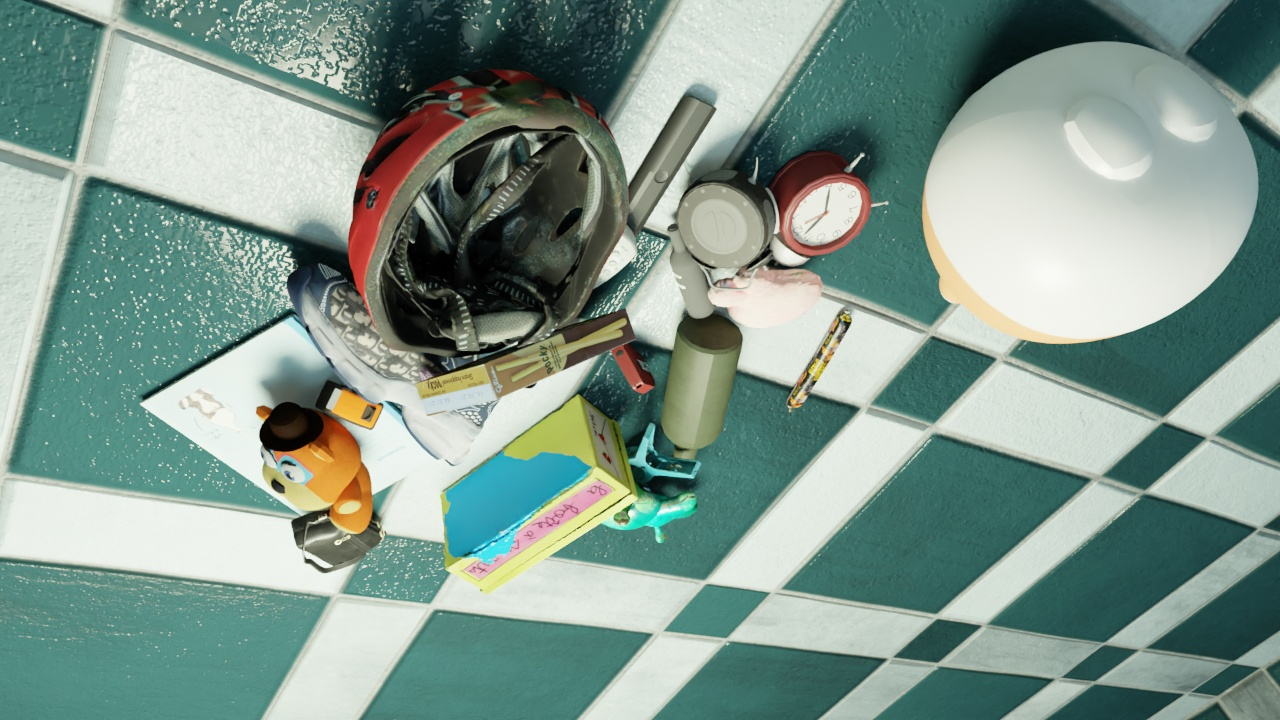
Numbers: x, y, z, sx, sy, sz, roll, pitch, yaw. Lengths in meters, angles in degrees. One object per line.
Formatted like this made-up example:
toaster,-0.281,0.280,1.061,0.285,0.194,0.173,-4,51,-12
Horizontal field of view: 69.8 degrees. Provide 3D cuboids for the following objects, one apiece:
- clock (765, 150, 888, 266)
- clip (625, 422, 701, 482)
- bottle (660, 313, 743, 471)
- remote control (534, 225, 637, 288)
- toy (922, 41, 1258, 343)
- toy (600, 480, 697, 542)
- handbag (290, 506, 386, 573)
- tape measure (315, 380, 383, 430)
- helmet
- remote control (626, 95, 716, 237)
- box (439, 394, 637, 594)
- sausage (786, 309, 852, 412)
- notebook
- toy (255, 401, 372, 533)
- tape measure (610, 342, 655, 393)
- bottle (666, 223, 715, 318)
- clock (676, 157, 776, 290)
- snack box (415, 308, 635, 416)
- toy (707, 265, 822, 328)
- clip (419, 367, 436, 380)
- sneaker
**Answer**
clock,0.164,-0.145,0.894,0.138,0.048,0.096,-33,133,12
clip,0.018,0.121,1.062,0.103,0.027,0.120,44,148,-12
bottle,0.062,0.046,1.021,0.071,0.071,0.207,-4,133,-14
remote control,-0.056,-0.094,0.871,0.114,0.028,0.060,-27,134,23
toy,0.385,-0.144,0.834,0.262,0.265,0.281,-27,165,-13
toy,0.000,0.181,1.094,0.131,0.072,0.193,-7,167,31
handbag,-0.335,0.197,1.032,0.079,0.054,0.129,-21,155,-5
tape measure,-0.283,0.041,0.901,0.058,0.058,0.038,29,80,-31
helmet,-0.126,-0.119,0.737,0.217,0.167,0.273,-8,145,-32
remote control,0.020,-0.176,0.841,0.033,0.015,0.147,16,125,-29
box,-0.120,0.152,1.027,0.221,0.124,0.080,-38,129,15
sausage,0.207,0.003,1.065,0.020,0.020,0.156,7,129,-24
notebook,-0.349,0.073,0.955,0.181,0.009,0.253,-29,134,8
toy,-0.324,0.101,0.915,0.096,0.112,0.176,-42,148,-38
tape measure,-0.006,0.006,0.980,0.019,0.059,0.051,-33,163,13
bottle,0.047,-0.091,0.918,0.030,0.030,0.113,-22,134,2
clock,0.082,-0.129,0.860,0.091,0.043,0.123,5,123,28
snack box,-0.102,0.000,0.850,0.101,0.031,0.185,-14,-172,42
toy,0.122,-0.068,0.929,0.105,0.053,0.109,15,157,-39
clip,-0.185,0.025,0.852,0.045,0.014,0.051,-15,129,-31
sneaker,-0.211,-0.016,0.875,0.132,0.103,0.269,-40,133,-1
